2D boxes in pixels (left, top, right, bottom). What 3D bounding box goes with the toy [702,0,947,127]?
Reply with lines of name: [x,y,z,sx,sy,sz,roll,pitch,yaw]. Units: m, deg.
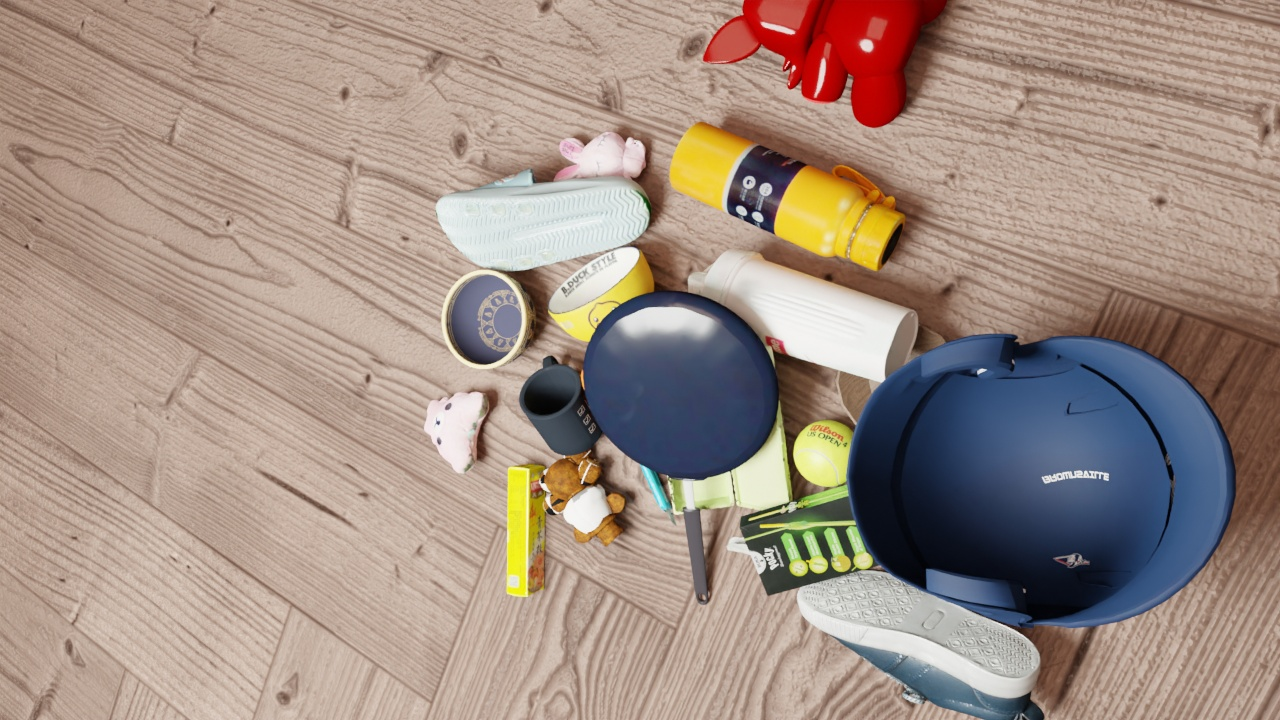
toy: [0.178,-0.328,0.878,0.197,0.120,0.158,23,102,12]

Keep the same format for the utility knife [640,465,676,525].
utility knife: [0.012,0.126,1.011,0.015,0.022,0.123,-29,82,22]

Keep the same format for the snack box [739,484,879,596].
snack box: [0.182,0.173,0.905,0.148,0.025,0.080,-20,103,15]

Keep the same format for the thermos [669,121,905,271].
thermos: [0.148,-0.170,0.915,0.233,0.076,0.091,29,99,22]

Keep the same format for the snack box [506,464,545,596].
snack box: [-0.132,0.195,1.063,0.029,0.040,0.148,1,91,24]

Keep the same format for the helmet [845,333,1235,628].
helmet: [0.334,0.099,0.748,0.273,0.222,0.232,-16,67,53]

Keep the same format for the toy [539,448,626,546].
toy: [-0.063,0.154,1.024,0.087,0.067,0.112,-45,83,18]

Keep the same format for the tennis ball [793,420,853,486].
tennis ball: [0.184,0.092,0.906,0.065,0.065,0.065,0,90,24]

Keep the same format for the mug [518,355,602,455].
mug: [-0.089,0.042,1.017,0.071,0.077,0.105,-20,50,6]

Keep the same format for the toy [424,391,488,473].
toy: [-0.225,0.077,1.099,0.096,0.052,0.099,17,94,36]

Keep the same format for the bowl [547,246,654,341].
bowl: [-0.033,-0.062,0.987,0.117,0.117,0.067,-24,116,22]

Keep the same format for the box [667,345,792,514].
box: [0.082,0.070,0.929,0.141,0.047,0.188,-2,112,25]

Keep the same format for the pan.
pan: [0.045,0.101,0.923,0.199,0.021,0.357,1,114,21]

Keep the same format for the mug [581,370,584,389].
mug: [-0.006,0.006,0.991,0.096,0.077,0.112,-32,43,16]

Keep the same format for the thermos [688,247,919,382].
thermos: [0.149,-0.045,0.888,0.221,0.099,0.099,21,99,33]

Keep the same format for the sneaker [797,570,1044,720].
sneaker: [0.259,0.273,0.867,0.236,0.089,0.087,17,125,36]

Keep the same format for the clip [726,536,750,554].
clip: [0.140,0.182,0.954,0.102,0.040,0.054,8,113,23]

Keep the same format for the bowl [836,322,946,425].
bowl: [0.252,0.020,0.894,0.118,0.030,0.118,0,90,25]

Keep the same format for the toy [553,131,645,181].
toy: [-0.049,-0.220,1.019,0.110,0.047,0.063,1,91,30]

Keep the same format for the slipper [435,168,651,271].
slipper: [-0.106,-0.163,1.022,0.246,0.074,0.104,-5,132,15]

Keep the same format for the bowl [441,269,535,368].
bowl: [-0.166,-0.047,1.064,0.113,0.061,0.112,0,90,24]
